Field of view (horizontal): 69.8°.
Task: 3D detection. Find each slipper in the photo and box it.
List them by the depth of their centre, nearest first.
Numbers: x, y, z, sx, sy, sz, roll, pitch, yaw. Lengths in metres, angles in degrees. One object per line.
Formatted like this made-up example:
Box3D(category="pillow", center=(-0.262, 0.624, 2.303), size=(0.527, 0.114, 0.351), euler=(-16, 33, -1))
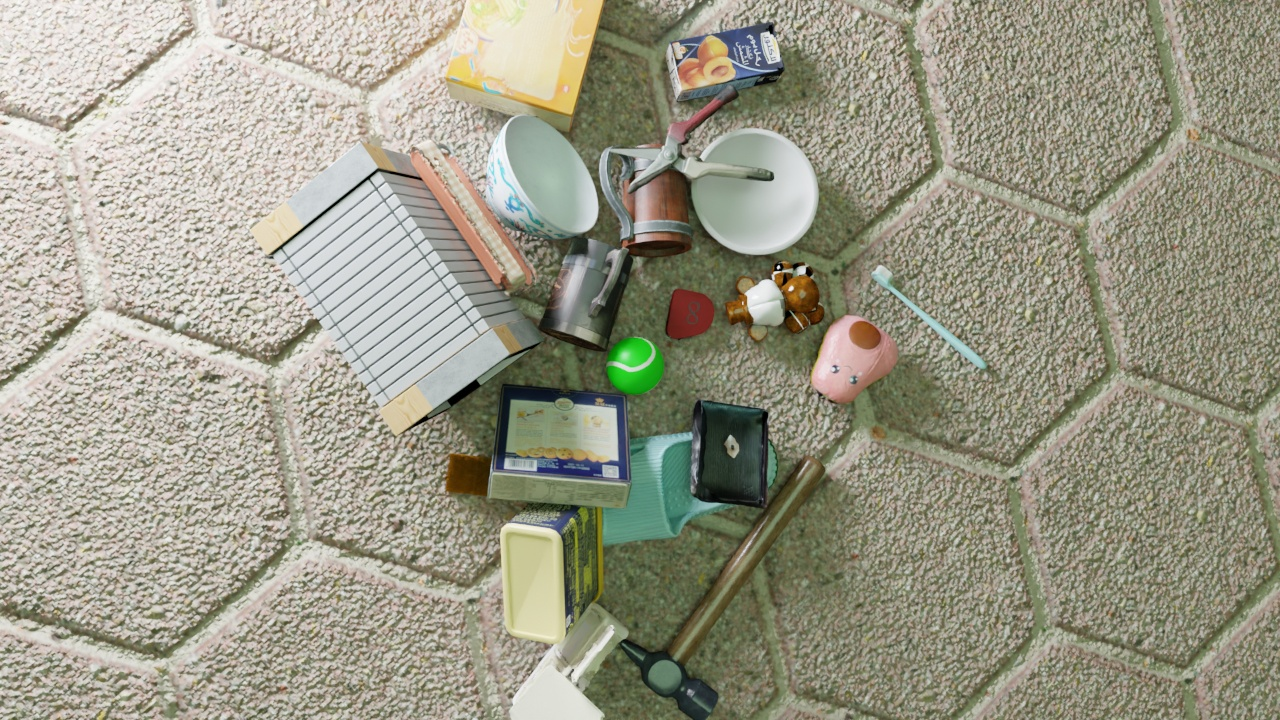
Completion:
Box3D(category="slipper", center=(0.027, 0.138, 1.030), size=(0.276, 0.069, 0.116), euler=(-12, 85, -8))

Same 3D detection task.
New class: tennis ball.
Box3D(category="tennis ball", center=(-0.006, 0.006, 1.033), size=(0.065, 0.065, 0.065), euler=(0, 86, -7))

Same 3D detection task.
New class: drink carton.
Box3D(category="drink carton", center=(0.100, -0.352, 1.081), size=(0.130, 0.040, 0.064), euler=(-14, 89, -8))

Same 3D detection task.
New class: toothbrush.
Box3D(category="toothbrush", center=(0.350, -0.050, 1.106), size=(0.180, 0.016, 0.016), euler=(41, 74, -3))

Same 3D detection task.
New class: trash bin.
Box3D(category="trash bin", center=(-0.243, -0.075, 0.950), size=(0.142, 0.142, 0.247), euler=(-35, 91, 10))

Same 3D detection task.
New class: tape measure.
Box3D(category="tape measure", center=(0.058, -0.051, 1.068), size=(0.051, 0.019, 0.059), euler=(12, 92, -8))

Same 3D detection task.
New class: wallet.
Box3D(category="wallet", center=(0.100, 0.104, 1.016), size=(0.089, 0.026, 0.114), euler=(10, 75, -20))

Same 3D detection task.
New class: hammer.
Box3D(category="hammer", center=(0.109, 0.242, 1.050), size=(0.129, 0.040, 0.321), euler=(37, 82, 0))

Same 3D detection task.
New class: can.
Box3D(category="can", center=(-0.093, 0.213, 0.965), size=(0.075, 0.104, 0.135), euler=(5, 106, 18))

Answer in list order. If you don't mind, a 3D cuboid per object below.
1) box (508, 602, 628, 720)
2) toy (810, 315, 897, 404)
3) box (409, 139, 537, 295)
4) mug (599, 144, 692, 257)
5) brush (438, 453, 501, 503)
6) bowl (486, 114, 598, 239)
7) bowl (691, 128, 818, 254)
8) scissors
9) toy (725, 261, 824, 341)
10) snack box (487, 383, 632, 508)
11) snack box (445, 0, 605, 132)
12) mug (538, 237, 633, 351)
Box3D(category="box", center=(-0.078, 0.316, 0.943), size=(0.080, 0.181, 0.143), euler=(41, 76, -10))
Box3D(category="toy", center=(0.245, 0.003, 1.072), size=(0.090, 0.051, 0.110), euler=(33, 84, -3))
Box3D(category="box", center=(-0.173, -0.152, 0.967), size=(0.187, 0.057, 0.067), euler=(55, 43, 0))
Box3D(category="mug", center=(0.003, -0.182, 1.029), size=(0.117, 0.082, 0.111), euler=(4, 81, -43))
Box3D(category="brush", center=(-0.155, 0.131, 1.017), size=(0.126, 0.017, 0.048), euler=(6, 86, 6))
Box3D(category="bowl", center=(-0.122, -0.189, 1.014), size=(0.074, 0.143, 0.144), euler=(-27, 90, 32))
Box3D(category="bowl", center=(0.130, -0.192, 1.072), size=(0.149, 0.043, 0.149), euler=(1, 83, -7))
Box3D(category="scissors", center=(0.068, -0.234, 1.022), size=(0.179, 0.015, 0.198), euler=(32, 69, -12))
Box3D(category="toy", center=(0.155, -0.068, 1.063), size=(0.112, 0.067, 0.087), euler=(-16, 89, 1))
Box3D(category="snack box", center=(-0.085, 0.090, 0.984), size=(0.144, 0.144, 0.043), euler=(6, 126, -7))
Box3D(category="snack box", center=(-0.124, -0.373, 1.033), size=(0.145, 0.081, 0.195), euler=(15, 84, -6))
Box3D(category="mug", center=(-0.052, -0.073, 1.008), size=(0.080, 0.116, 0.107), euler=(21, 83, -23))
